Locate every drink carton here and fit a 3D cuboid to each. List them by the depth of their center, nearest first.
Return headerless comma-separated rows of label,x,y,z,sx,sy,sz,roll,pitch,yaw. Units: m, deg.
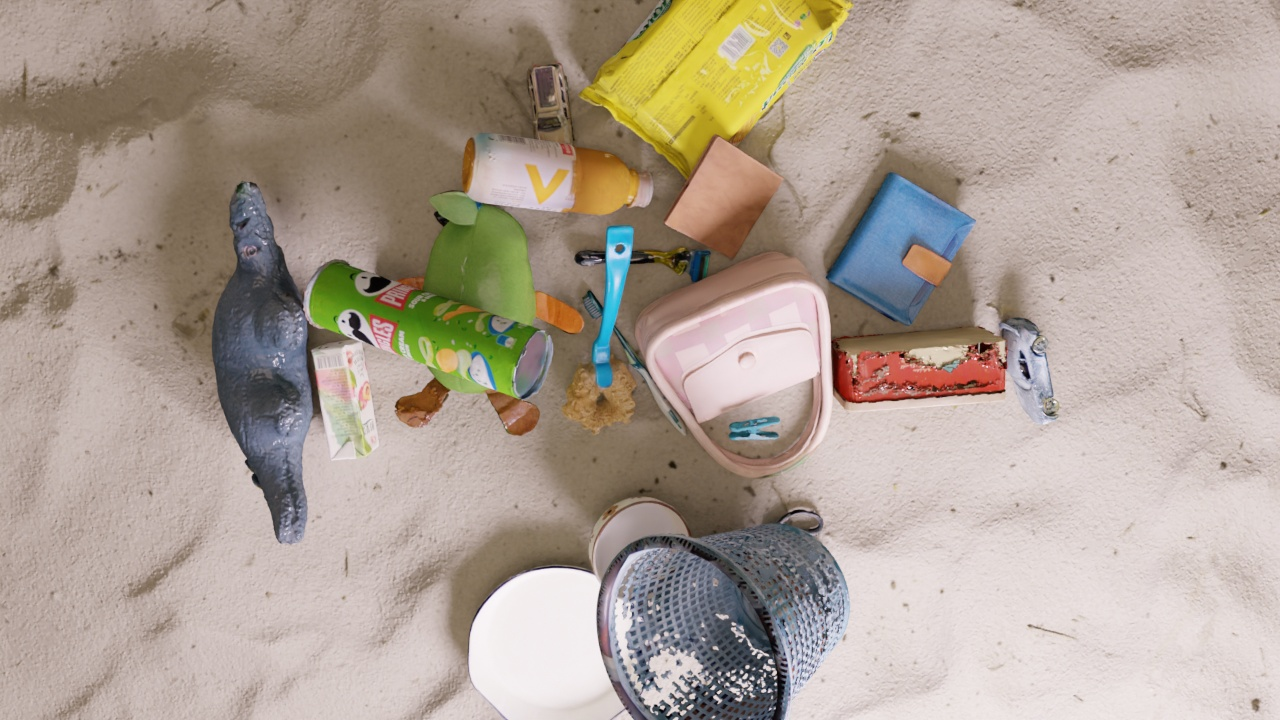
drink carton,-0.315,0.042,0.977,0.045,0.053,0.122,-6,100,2

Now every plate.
plate,-0.090,0.323,1.038,0.205,0.045,0.205,0,99,-1

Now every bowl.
bowl,-0.006,0.199,1.001,0.113,0.062,0.113,-3,101,-18

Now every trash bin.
trash bin,0.101,0.261,0.925,0.227,0.194,0.226,8,103,39

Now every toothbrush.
toothbrush,-0.006,0.006,0.995,0.018,0.016,0.191,-32,99,15

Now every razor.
razor,0.001,-0.107,0.972,0.143,0.022,0.043,3,137,-1

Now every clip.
clip,0.119,0.072,0.960,0.056,0.014,0.041,-4,120,-10

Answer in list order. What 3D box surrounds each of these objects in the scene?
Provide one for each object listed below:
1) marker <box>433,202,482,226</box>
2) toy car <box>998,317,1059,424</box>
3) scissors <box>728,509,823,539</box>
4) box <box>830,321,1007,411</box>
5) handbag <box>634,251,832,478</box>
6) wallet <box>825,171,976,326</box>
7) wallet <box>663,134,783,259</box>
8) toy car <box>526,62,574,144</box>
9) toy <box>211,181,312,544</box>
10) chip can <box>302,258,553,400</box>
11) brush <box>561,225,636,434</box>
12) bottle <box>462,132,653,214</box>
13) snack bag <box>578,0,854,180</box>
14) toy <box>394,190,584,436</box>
marker,-0.155,-0.177,0.957,0.131,0.018,0.022,-27,84,5
toy car,0.415,0.012,0.984,0.037,0.054,0.120,-19,101,-1
scissors,0.125,0.216,1.038,0.172,0.014,0.145,-41,97,7
box,0.289,0.000,0.960,0.168,0.091,0.079,-5,104,0
handbag,0.115,0.020,0.975,0.193,0.093,0.234,-22,112,2
wallet,0.274,-0.116,0.968,0.106,0.040,0.133,30,99,-2
wallet,0.085,-0.164,0.928,0.115,0.020,0.101,20,107,-45
toy car,-0.092,-0.256,0.936,0.042,0.035,0.090,-7,103,1
toy,-0.381,0.002,0.931,0.091,0.138,0.356,-7,95,-31
chip can,-0.203,-0.031,0.876,0.236,0.072,0.072,19,100,16
brush,-0.033,-0.024,0.922,0.083,0.045,0.255,-5,132,-17
bottle,-0.081,-0.183,0.920,0.189,0.068,0.068,4,101,-20
snack bag,0.077,-0.305,0.913,0.158,0.068,0.246,41,96,-8
toy,-0.168,-0.046,0.946,0.227,0.090,0.247,8,97,9
